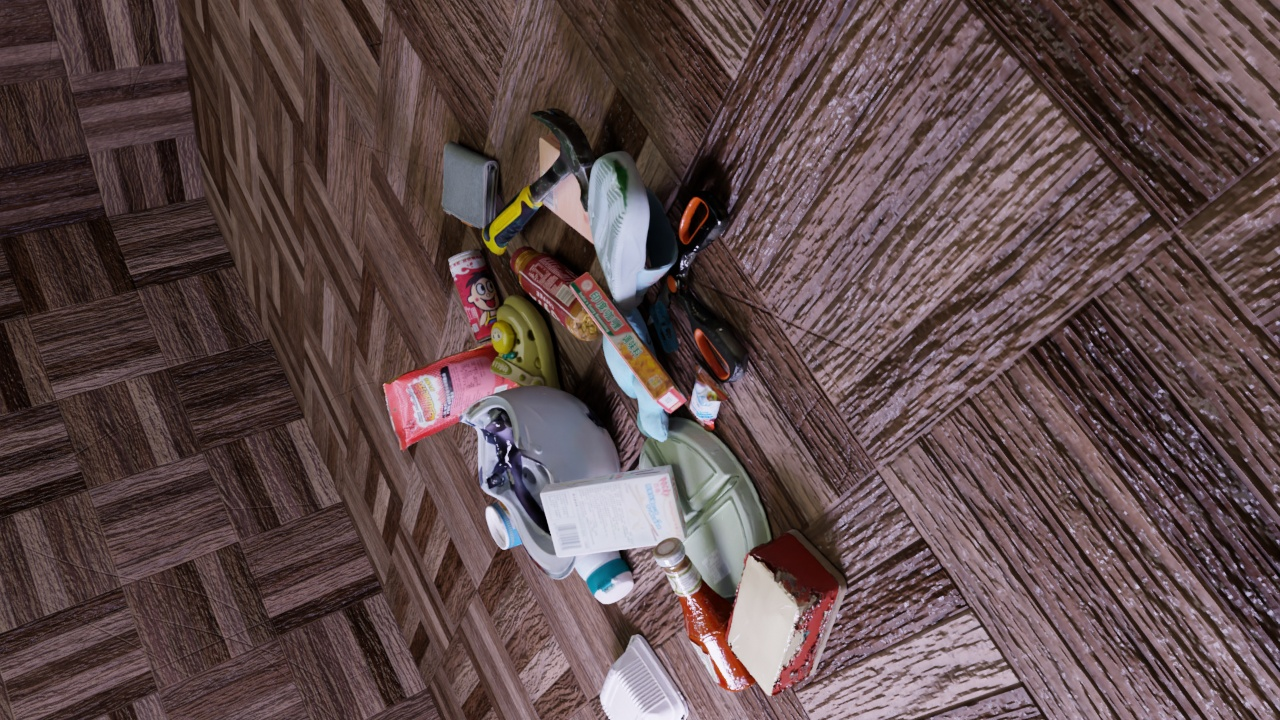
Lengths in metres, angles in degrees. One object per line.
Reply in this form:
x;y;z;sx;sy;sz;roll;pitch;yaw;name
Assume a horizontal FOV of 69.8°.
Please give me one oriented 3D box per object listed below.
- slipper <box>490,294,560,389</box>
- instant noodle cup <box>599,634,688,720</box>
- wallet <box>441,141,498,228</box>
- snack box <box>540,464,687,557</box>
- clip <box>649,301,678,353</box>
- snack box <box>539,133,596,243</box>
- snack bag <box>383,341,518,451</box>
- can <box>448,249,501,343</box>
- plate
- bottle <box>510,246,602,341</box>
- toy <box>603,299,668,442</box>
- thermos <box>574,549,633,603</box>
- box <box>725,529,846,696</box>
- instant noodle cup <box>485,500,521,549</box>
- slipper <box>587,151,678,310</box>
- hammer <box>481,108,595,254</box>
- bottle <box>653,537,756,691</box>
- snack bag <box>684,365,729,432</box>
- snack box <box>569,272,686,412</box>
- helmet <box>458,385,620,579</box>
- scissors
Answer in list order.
-0.165;0.006;1.281;0.092;0.081;0.191;13;121;54;slipper
-0.004;0.499;1.340;0.138;0.060;0.174;51;147;29;instant noodle cup
-0.238;-0.242;1.292;0.130;0.036;0.107;32;124;46;wallet
-0.031;0.174;1.053;0.026;0.157;0.085;-54;-48;-72;snack box
0.025;-0.035;0.970;0.057;0.014;0.046;70;159;3;clip
-0.066;-0.191;1.043;0.157;0.026;0.085;42;141;40;snack box
-0.276;0.043;1.359;0.073;0.207;0.129;35;138;39;snack bag
-0.241;-0.096;1.369;0.053;0.053;0.132;-18;92;61;can
0.066;0.176;1.051;0.230;0.027;0.231;39;139;43;plate
-0.104;-0.089;1.138;0.175;0.057;0.058;41;140;41;bottle
-0.006;0.006;1.040;0.156;0.049;0.162;44;144;51;toy
-0.087;0.243;1.314;0.224;0.073;0.073;54;147;25;thermos
0.139;0.263;0.932;0.091;0.077;0.169;45;143;38;box
-0.174;0.236;1.408;0.099;0.109;0.099;38;139;44;instant noodle cup
-0.006;-0.130;0.891;0.246;0.074;0.104;98;153;-75;slipper
-0.130;-0.194;1.090;0.324;0.031;0.126;-21;90;63;hammer
0.072;0.281;1.018;0.060;0.059;0.206;13;137;56;bottle
0.067;0.040;0.948;0.048;0.026;0.104;49;165;13;snack bag
-0.013;-0.017;0.954;0.155;0.027;0.077;53;-177;18;snack box
-0.110;0.142;1.205;0.229;0.145;0.259;11;125;56;helmet
0.050;-0.074;0.930;0.220;0.021;0.231;65;154;17;scissors
